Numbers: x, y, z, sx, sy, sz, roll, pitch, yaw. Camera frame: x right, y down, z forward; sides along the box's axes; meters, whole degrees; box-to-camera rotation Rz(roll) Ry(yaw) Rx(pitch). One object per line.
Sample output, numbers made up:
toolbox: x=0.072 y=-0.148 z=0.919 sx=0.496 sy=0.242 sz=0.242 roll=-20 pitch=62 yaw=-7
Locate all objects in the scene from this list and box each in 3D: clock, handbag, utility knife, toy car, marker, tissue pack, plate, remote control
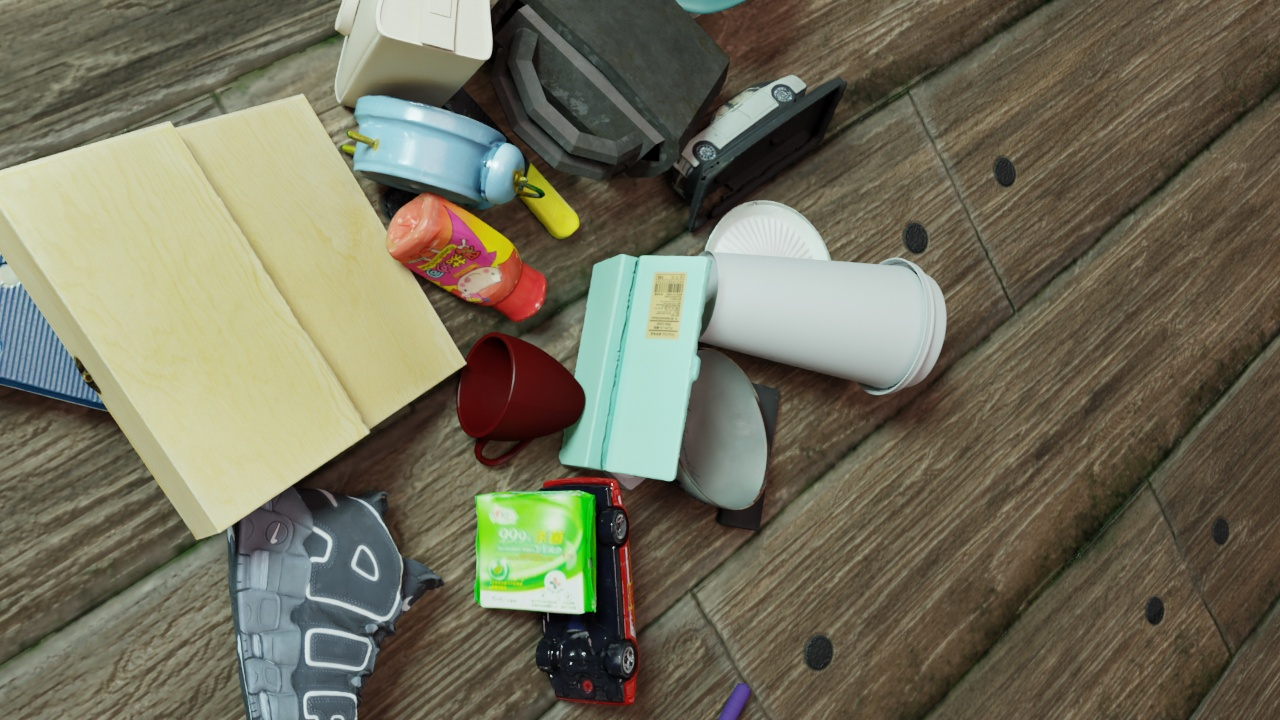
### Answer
clock: x=-0.152 y=-0.160 z=0.724 sx=0.162 sy=0.118 sz=0.060 roll=13 pitch=92 yaw=-19
handbag: x=-0.165 y=-0.300 z=0.680 sx=0.101 sy=0.195 sz=0.197 roll=6 pitch=87 yaw=-26
utility knife: x=-0.116 y=-0.175 z=0.795 sx=0.172 sy=0.020 sz=0.028 roll=49 pitch=66 yaw=-16
toy car: x=0.101 y=-0.213 z=0.879 sx=0.191 sy=0.094 sz=0.071 roll=-39 pitch=73 yaw=-22
marker: x=0.066 y=0.361 z=0.849 sx=0.133 sy=0.015 sz=0.018 roll=-57 pitch=137 yaw=-18
toy car: x=-0.045 y=0.193 z=0.772 sx=0.056 sy=0.082 sz=0.189 roll=-5 pitch=90 yaw=-67
tissue pack: x=-0.085 y=0.156 z=0.744 sx=0.034 sy=0.114 sz=0.099 roll=6 pitch=81 yaw=-67
plate: x=0.126 y=-0.080 z=0.910 sx=0.156 sy=0.014 sz=0.157 roll=2 pitch=86 yaw=-26
handbag: x=-0.043 y=-0.240 z=0.788 sx=0.197 sy=0.103 sz=0.198 roll=41 pitch=54 yaw=-18
remote control: x=0.107 y=0.092 z=0.885 sx=0.045 sy=0.021 sz=0.140 roll=14 pitch=79 yaw=-26

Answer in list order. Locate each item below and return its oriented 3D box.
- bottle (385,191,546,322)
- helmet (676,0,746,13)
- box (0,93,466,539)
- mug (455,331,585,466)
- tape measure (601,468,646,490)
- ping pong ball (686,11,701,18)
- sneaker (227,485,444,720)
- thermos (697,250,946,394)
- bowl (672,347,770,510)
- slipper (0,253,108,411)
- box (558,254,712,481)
bottle: x=-0.136 y=-0.079 z=0.743 sx=0.134 sy=0.072 sz=0.048 roll=32 pitch=46 yaw=-39
helmet: x=0.073 y=-0.462 z=0.811 sx=0.177 sy=0.200 sz=0.274 roll=7 pitch=64 yaw=18
box: x=-0.270 y=-0.047 z=0.647 sx=0.247 sy=0.068 sz=0.252 roll=61 pitch=36 yaw=-11
mug: x=-0.098 y=0.040 z=0.764 sx=0.088 sy=0.087 sz=0.114 roll=15 pitch=108 yaw=-39
tape measure: x=-0.012 y=0.079 z=0.826 sx=0.062 sy=0.020 sz=0.060 roll=-42 pitch=110 yaw=-23
ping pong ball: x=0.045 y=-0.346 z=0.874 sx=0.040 sy=0.040 sz=0.040 roll=2 pitch=85 yaw=-26
sneaker: x=-0.216 y=0.205 z=0.680 sx=0.150 sy=0.097 sz=0.252 roll=-6 pitch=84 yaw=-29
thermos: x=0.157 y=-0.043 z=0.851 sx=0.221 sy=0.132 sz=0.131 roll=8 pitch=83 yaw=-18
bowl: x=0.052 y=0.066 z=0.827 sx=0.150 sy=0.057 sz=0.150 roll=24 pitch=57 yaw=-44
slipper: x=-0.384 y=-0.027 z=0.627 sx=0.294 sy=0.060 sz=0.118 roll=13 pitch=81 yaw=-37
box: x=-0.010 y=0.003 z=0.772 sx=0.052 sy=0.139 sz=0.186 roll=15 pitch=79 yaw=-38
